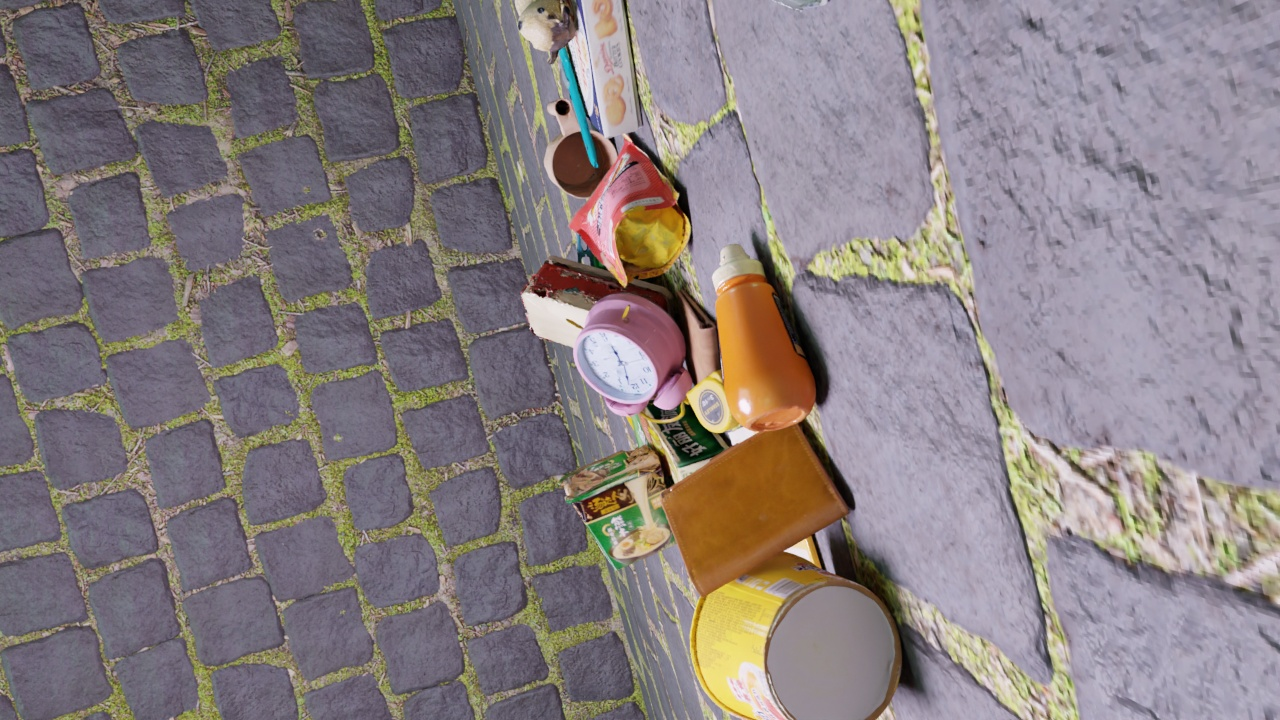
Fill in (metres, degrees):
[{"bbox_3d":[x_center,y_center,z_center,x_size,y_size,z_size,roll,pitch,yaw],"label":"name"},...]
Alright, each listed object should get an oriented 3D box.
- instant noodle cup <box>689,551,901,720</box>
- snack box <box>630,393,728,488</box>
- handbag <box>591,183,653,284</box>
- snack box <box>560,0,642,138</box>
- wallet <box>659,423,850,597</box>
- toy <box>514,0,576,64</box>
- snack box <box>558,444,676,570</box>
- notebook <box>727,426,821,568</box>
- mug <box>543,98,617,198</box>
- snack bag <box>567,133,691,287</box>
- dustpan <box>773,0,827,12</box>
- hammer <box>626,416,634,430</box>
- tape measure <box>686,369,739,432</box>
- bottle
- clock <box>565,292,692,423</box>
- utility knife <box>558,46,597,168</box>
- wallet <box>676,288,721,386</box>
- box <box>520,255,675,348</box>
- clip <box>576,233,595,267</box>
[{"bbox_3d":[0.120,0.213,0.686,0.110,0.138,0.138,156,99,-71],"label":"instant noodle cup"},{"bbox_3d":[0.046,0.103,1.081,0.240,0.063,0.114,-125,19,-61],"label":"snack box"},{"bbox_3d":[-0.031,-0.137,1.122,0.131,0.068,0.120,87,164,-51],"label":"handbag"},{"bbox_3d":[-0.055,-0.355,0.991,0.182,0.045,0.178,-120,17,-56],"label":"snack box"},{"bbox_3d":[0.081,0.105,0.721,0.035,0.131,0.119,48,-167,-41],"label":"wallet"},{"bbox_3d":[-0.115,-0.379,0.955,0.157,0.066,0.105,60,147,30],"label":"toy"},{"bbox_3d":[-0.020,0.172,1.053,0.118,0.117,0.105,-145,33,-80],"label":"snack box"},{"bbox_3d":[0.132,0.157,0.850,0.146,0.010,0.206,128,125,-78],"label":"notebook"},{"bbox_3d":[-0.086,-0.269,1.160,0.103,0.084,0.125,-131,17,-71],"label":"mug"},{"bbox_3d":[-0.018,-0.161,0.972,0.129,0.073,0.207,-61,28,17],"label":"snack bag"},{"bbox_3d":[0.043,-0.352,0.568,0.258,0.142,0.223,21,133,40],"label":"dustpan"},{"bbox_3d":[-0.021,-0.028,1.273,0.129,0.033,0.300,42,-148,-69],"label":"hammer"},{"bbox_3d":[0.078,0.040,0.894,0.060,0.028,0.057,-45,66,51],"label":"tape measure"},{"bbox_3d":[0.086,-0.023,0.698,0.067,0.066,0.149,97,163,-65],"label":"bottle"},{"bbox_3d":[-0.006,0.006,0.990,0.117,0.059,0.158,-12,122,39],"label":"clock"},{"bbox_3d":[-0.072,-0.287,1.020,0.029,0.013,0.151,-155,48,-82],"label":"utility knife"},{"bbox_3d":[0.062,-0.010,0.961,0.115,0.020,0.101,-120,18,-63],"label":"wallet"},{"bbox_3d":[-0.052,-0.050,1.063,0.080,0.168,0.091,-58,-25,-33],"label":"box"},{"bbox_3d":[-0.066,-0.130,1.089,0.014,0.047,0.057,-114,21,-76],"label":"clip"}]
